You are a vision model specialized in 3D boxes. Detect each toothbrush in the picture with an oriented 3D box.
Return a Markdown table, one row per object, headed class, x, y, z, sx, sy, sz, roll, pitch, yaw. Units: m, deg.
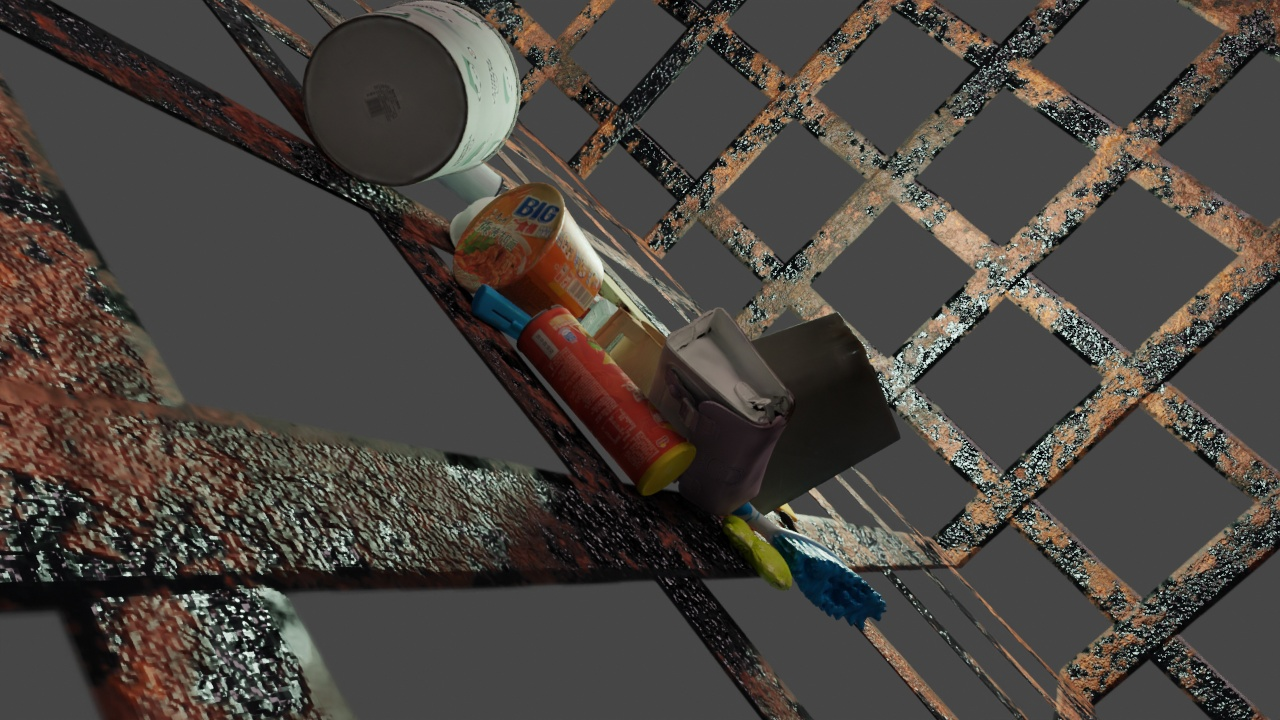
| class | x | y | z | sx | sy | sz | roll | pitch | yaw |
| --- | --- | --- | --- | --- | --- | --- | --- | --- | --- |
| toothbrush | 0.241 | 0.274 | 1.261 | 0.189 | 0.014 | 0.016 | 54 | -9 | 45 |

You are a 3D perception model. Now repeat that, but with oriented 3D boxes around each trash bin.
| class | x | y | z | sx | sy | sz | roll | pitch | yaw |
| --- | --- | --- | --- | --- | --- | --- | --- | --- | --- |
| trash bin | 0.195 | 0.061 | 1.197 | 0.199 | 0.220 | 0.198 | 62 | 6 | -24 |
| trash bin | -0.275 | -0.321 | 1.109 | 0.229 | 0.230 | 0.251 | 41 | 15 | -13 |

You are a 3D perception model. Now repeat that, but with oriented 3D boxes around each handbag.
| class | x | y | z | sx | sy | sz | roll | pitch | yaw |
| --- | --- | --- | --- | --- | --- | --- | --- | --- | --- |
| handbag | 0.076 | 0.065 | 0.969 | 0.145 | 0.098 | 0.197 | 43 | -30 | 20 |

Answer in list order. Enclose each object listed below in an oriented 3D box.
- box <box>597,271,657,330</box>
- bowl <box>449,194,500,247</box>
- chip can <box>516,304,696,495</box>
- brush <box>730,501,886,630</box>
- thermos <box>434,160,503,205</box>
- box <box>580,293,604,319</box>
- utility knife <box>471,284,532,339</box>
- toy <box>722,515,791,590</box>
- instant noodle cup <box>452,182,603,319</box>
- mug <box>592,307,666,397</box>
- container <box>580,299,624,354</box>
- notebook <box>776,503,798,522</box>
| class | x | y | z | sx | sy | sz | roll | pitch | yaw |
| --- | --- | --- | --- | --- | --- | --- | --- | --- | --- |
| box | -0.045 | -0.089 | 1.451 | 0.168 | 0.077 | 0.091 | 50 | 11 | 35 |
| bowl | -0.172 | -0.167 | 1.146 | 0.118 | 0.065 | 0.118 | 19 | 45 | -20 |
| chip can | -0.039 | 0.039 | 0.945 | 0.216 | 0.073 | 0.073 | 47 | 10 | 21 |
| brush | 0.163 | 0.214 | 1.096 | 0.314 | 0.060 | 0.109 | 37 | 6 | -24 |
| thermos | -0.309 | -0.312 | 1.358 | 0.224 | 0.073 | 0.073 | 37 | 12 | -33 |
| box | -0.046 | -0.062 | 1.332 | 0.201 | 0.047 | 0.086 | 37 | 8 | 14 |
| utility knife | -0.119 | -0.029 | 1.020 | 0.185 | 0.034 | 0.018 | 36 | 4 | -46 |
| toy | 0.130 | 0.213 | 1.013 | 0.100 | 0.031 | 0.096 | 43 | 8 | -2 |
| instant noodle cup | -0.121 | -0.109 | 1.048 | 0.111 | 0.151 | 0.151 | 46 | 6 | -44 |
| mug | -0.018 | 0.008 | 1.058 | 0.124 | 0.104 | 0.084 | 35 | 13 | -40 |
| container | -0.027 | -0.011 | 1.154 | 0.111 | 0.090 | 0.090 | 38 | 10 | -17 |
| notebook | 0.147 | 0.157 | 1.383 | 0.206 | 0.010 | 0.145 | 37 | 12 | -36 |
